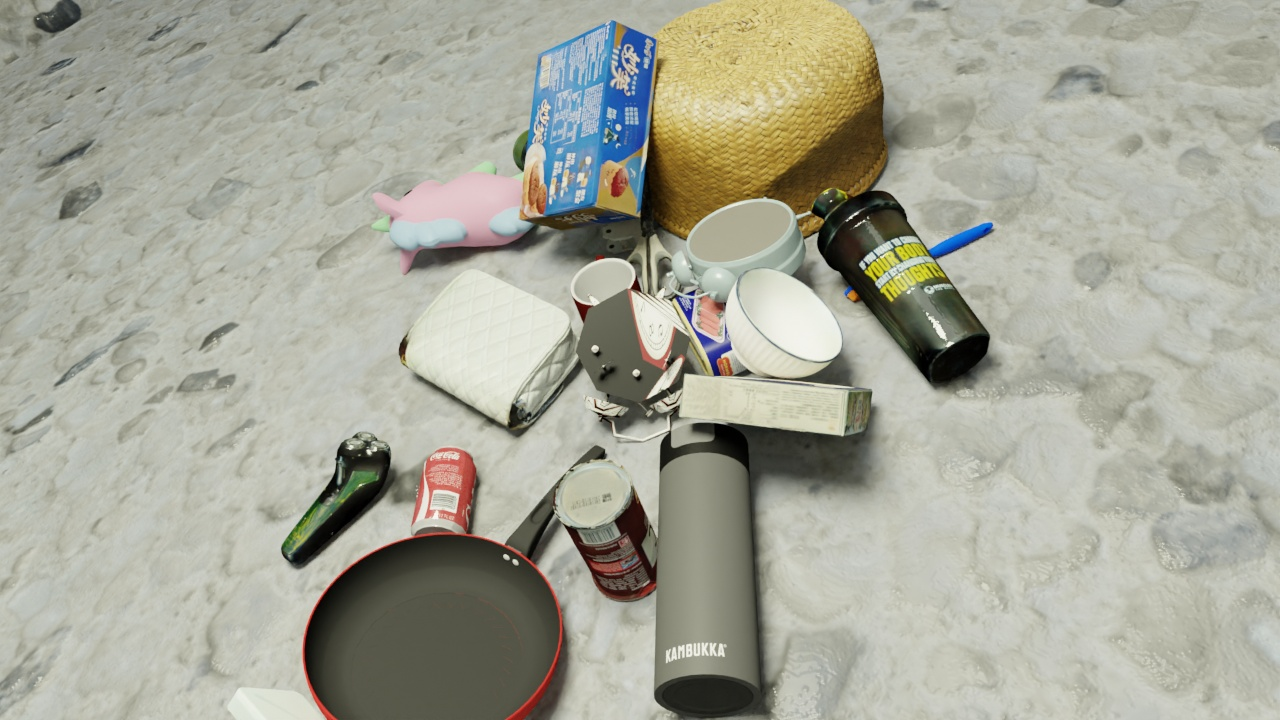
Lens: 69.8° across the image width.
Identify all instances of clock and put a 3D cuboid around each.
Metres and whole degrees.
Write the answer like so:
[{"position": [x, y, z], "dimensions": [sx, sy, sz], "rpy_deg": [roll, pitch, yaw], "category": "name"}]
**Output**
[{"position": [0.100, -0.113, 0.964], "dimensions": [0.159, 0.045, 0.122], "rpy_deg": [-36, 37, -17], "category": "clock"}, {"position": [-0.005, 0.005, 0.922], "dimensions": [0.114, 0.065, 0.154], "rpy_deg": [-6, 88, -1], "category": "clock"}]

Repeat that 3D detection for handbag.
[{"position": [-0.165, -0.012, 1.025], "dimensions": [0.195, 0.072, 0.138], "rpy_deg": [26, 70, 35], "category": "handbag"}]

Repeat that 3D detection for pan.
[{"position": [-0.133, 0.197, 0.819], "dimensions": [0.209, 0.067, 0.354], "rpy_deg": [23, 41, 22], "category": "pan"}]

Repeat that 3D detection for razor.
[{"position": [-0.317, 0.140, 0.942], "dimensions": [0.054, 0.067, 0.151], "rpy_deg": [24, 68, 39], "category": "razor"}]

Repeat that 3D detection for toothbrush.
[{"position": [0.303, -0.108, 0.991], "dimensions": [0.182, 0.016, 0.018], "rpy_deg": [-25, 51, -4], "category": "toothbrush"}]

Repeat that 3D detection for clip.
[{"position": [-0.016, -0.150, 1.145], "dimensions": [0.058, 0.050, 0.101], "rpy_deg": [-18, 44, 13], "category": "clip"}]

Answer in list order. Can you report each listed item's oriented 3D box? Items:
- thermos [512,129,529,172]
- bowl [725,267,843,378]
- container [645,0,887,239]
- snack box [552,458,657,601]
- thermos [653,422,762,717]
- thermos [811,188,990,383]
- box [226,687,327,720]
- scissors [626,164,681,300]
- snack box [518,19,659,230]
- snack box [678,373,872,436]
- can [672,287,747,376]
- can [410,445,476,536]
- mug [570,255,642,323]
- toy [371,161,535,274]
[{"position": [-0.091, -0.246, 1.200], "dimensions": [0.082, 0.082, 0.231], "rpy_deg": [-36, 40, -15], "category": "thermos"}, {"position": [0.126, -0.026, 0.874], "dimensions": [0.118, 0.062, 0.117], "rpy_deg": [20, 42, -19], "category": "bowl"}, {"position": [0.130, -0.301, 1.107], "dimensions": [0.307, 0.197, 0.306], "rpy_deg": [-10, 45, 9], "category": "container"}, {"position": [-0.024, 0.148, 0.793], "dimensions": [0.072, 0.121, 0.072], "rpy_deg": [-10, 46, 10], "category": "snack box"}, {"position": [0.055, 0.166, 0.776], "dimensions": [0.082, 0.082, 0.239], "rpy_deg": [-8, 47, 12], "category": "thermos"}, {"position": [0.258, -0.082, 0.919], "dimensions": [0.098, 0.098, 0.220], "rpy_deg": [-25, 56, -4], "category": "thermos"}, {"position": [-0.214, 0.317, 0.692], "dimensions": [0.197, 0.134, 0.040], "rpy_deg": [27, 79, 36], "category": "box"}, {"position": [-0.002, -0.145, 1.071], "dimensions": [0.121, 0.012, 0.171], "rpy_deg": [-32, 79, 7], "category": "scissors"}, {"position": [-0.062, -0.260, 1.046], "dimensions": [0.155, 0.069, 0.202], "rpy_deg": [2, 84, 51], "category": "snack box"}, {"position": [0.127, 0.039, 0.832], "dimensions": [0.144, 0.145, 0.042], "rpy_deg": [5, 89, 23], "category": "snack box"}, {"position": [0.096, -0.038, 0.970], "dimensions": [0.092, 0.056, 0.116], "rpy_deg": [-24, 45, -2], "category": "can"}, {"position": [-0.194, 0.135, 0.910], "dimensions": [0.054, 0.054, 0.096], "rpy_deg": [-9, 46, 11], "category": "can"}, {"position": [-0.033, -0.069, 1.023], "dimensions": [0.073, 0.083, 0.105], "rpy_deg": [-16, 46, 4], "category": "mug"}, {"position": [-0.227, -0.187, 1.188], "dimensions": [0.222, 0.120, 0.170], "rpy_deg": [16, 46, 32], "category": "toy"}]
